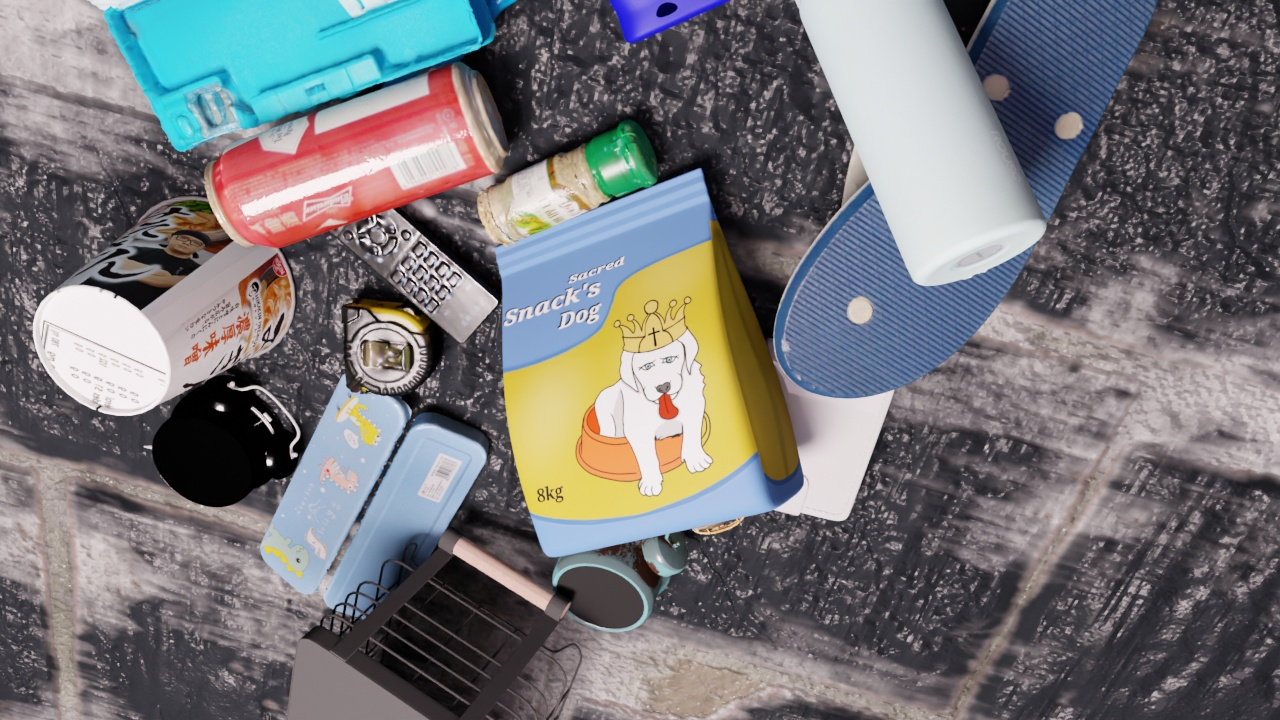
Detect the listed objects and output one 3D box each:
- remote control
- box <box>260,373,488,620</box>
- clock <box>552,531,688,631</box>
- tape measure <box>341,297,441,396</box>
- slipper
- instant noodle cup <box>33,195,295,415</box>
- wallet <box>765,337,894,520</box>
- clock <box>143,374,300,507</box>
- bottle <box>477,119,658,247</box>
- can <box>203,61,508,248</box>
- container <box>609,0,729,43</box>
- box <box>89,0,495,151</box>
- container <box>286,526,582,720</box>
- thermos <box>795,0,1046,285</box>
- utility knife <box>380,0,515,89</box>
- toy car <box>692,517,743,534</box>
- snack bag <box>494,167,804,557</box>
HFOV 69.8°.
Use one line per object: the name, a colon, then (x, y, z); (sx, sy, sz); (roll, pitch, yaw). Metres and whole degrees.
remote control: (-0.160, -0.077, 0.609); (0.150, 0.022, 0.047); (42, 115, -10)
box: (-0.210, 0.112, 0.702); (0.127, 0.034, 0.210); (30, 115, -7)
clock: (-0.017, 0.147, 0.674); (0.090, 0.053, 0.124); (25, 129, -1)
tape measure: (-0.171, -0.006, 0.630); (0.062, 0.038, 0.067); (5, 104, 1)
slipper: (0.180, -0.105, 0.524); (0.118, 0.060, 0.295); (27, 104, -11)
instant noodle cup: (-0.312, -0.030, 0.598); (0.124, 0.121, 0.124); (3, 116, 7)
wallet: (0.098, 0.045, 0.620); (0.115, 0.037, 0.119); (14, 114, 2)
clock: (-0.308, 0.060, 0.686); (0.121, 0.042, 0.091); (-28, 109, 20)
bottle: (-0.046, -0.108, 0.563); (0.111, 0.043, 0.043); (-20, 111, 18)
can: (-0.167, -0.120, 0.547); (0.170, 0.067, 0.067); (-18, 112, 5)
container: (0.011, -0.236, 0.469); (0.085, 0.085, 0.113); (-18, 113, 17)
box: (-0.217, -0.221, 0.509); (0.227, 0.071, 0.182); (-11, 136, 20)
container: (-0.156, 0.267, 0.688); (0.163, 0.130, 0.242); (28, 124, 13)
thermos: (0.129, -0.143, 0.456); (0.078, 0.065, 0.206); (-39, 65, 56)
utility knife: (-0.118, -0.187, 0.552); (0.031, 0.015, 0.175); (44, 115, -8)
toy car: (0.032, 0.085, 0.643); (0.047, 0.047, 0.112); (-27, 108, 21)
snack bag: (-0.003, 0.003, 0.573); (0.159, 0.102, 0.205); (-17, 86, 24)
